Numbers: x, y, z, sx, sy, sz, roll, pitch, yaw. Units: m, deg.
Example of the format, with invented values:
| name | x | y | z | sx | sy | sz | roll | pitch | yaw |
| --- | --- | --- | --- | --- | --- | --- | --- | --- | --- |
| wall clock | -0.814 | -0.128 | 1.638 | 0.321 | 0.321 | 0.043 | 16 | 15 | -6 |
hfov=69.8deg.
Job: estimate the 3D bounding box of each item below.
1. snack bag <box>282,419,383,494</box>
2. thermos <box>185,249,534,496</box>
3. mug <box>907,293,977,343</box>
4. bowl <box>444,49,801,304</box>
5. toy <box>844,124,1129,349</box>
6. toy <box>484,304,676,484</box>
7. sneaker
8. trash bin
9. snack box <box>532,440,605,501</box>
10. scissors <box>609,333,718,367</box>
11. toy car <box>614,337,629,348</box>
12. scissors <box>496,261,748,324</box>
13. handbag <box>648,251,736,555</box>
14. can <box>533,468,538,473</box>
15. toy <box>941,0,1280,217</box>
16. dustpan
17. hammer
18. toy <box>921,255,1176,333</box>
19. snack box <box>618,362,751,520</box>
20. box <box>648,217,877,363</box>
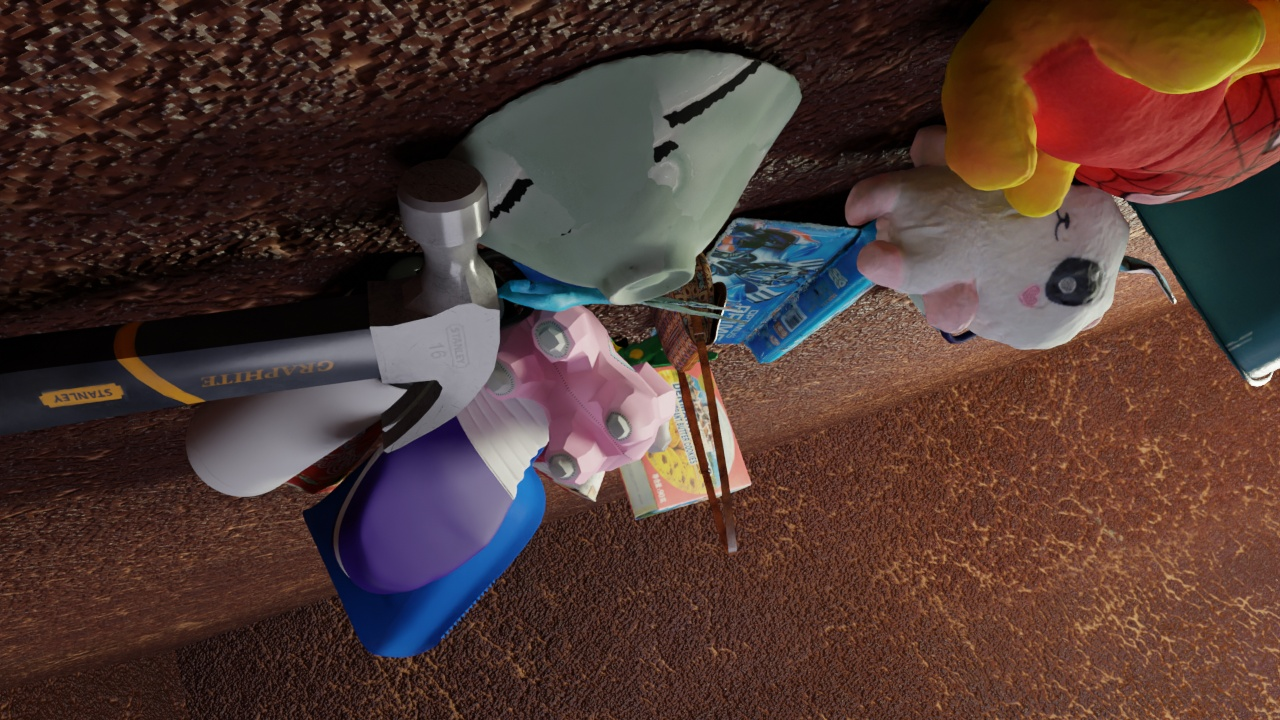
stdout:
| name | x | y | z | sx | sy | sz | roll | pitch | yaw |
| --- | --- | --- | --- | --- | --- | --- | --- | --- | --- |
| snack bag | -0.237 | 0.060 | 0.731 | 0.087 | 0.044 | 0.156 | -25 | 170 | -44 |
| thermos | -0.167 | 0.009 | 0.528 | 0.231 | 0.068 | 0.101 | -28 | 178 | 36 |
| mug | 0.255 | -0.070 | 0.687 | 0.089 | 0.112 | 0.086 | -17 | -156 | -16 |
| bowl | -0.004 | -0.064 | 0.417 | 0.174 | 0.068 | 0.174 | -15 | 169 | -3 |
| toy | 0.197 | -0.074 | 0.531 | 0.179 | 0.139 | 0.102 | -2 | 180 | -25 |
| toy | -0.029 | 0.016 | 0.556 | 0.067 | 0.123 | 0.157 | -36 | -178 | 13 |
| sneaker | -0.124 | 0.047 | 0.577 | 0.111 | 0.092 | 0.243 | -7 | -156 | 33 |
| trash bin | 0.484 | -0.120 | 0.629 | 0.219 | 0.199 | 0.196 | -35 | 161 | 35 |
| snack box | -0.071 | 0.082 | 0.897 | 0.044 | 0.076 | 0.273 | 16 | 168 | 10 |
| scissors | -0.008 | -0.008 | 0.688 | 0.131 | 0.108 | 0.012 | -35 | 149 | -24 |
| toy car | -0.022 | 0.007 | 0.793 | 0.042 | 0.036 | 0.091 | -19 | 168 | 5 |
| scissors | -0.006 | -0.037 | 0.471 | 0.135 | 0.016 | 0.083 | 5 | -162 | -6 |
| handbag | 0.046 | 0.026 | 0.590 | 0.043 | 0.195 | 0.094 | -10 | 170 | -8 |
| can | -0.155 | 0.102 | 0.960 | 0.125 | 0.066 | 0.066 | -26 | 166 | 33 |
| toy | 0.234 | -0.126 | 0.415 | 0.215 | 0.098 | 0.148 | -7 | 174 | -40 |
| dustpan | -0.126 | 0.075 | 0.698 | 0.257 | 0.059 | 0.246 | -49 | -150 | -10 |
| hammer | -0.214 | -0.001 | 0.376 | 0.312 | 0.035 | 0.140 | -8 | 135 | -11 |
| toy | 0.365 | -0.072 | 0.864 | 0.224 | 0.099 | 0.191 | -5 | 174 | 3 |
| snack box | 0.034 | 0.078 | 0.945 | 0.144 | 0.142 | 0.040 | -7 | 163 | -44 |
| box | 0.118 | -0.051 | 0.686 | 0.175 | 0.060 | 0.244 | -14 | 167 | -16 |
